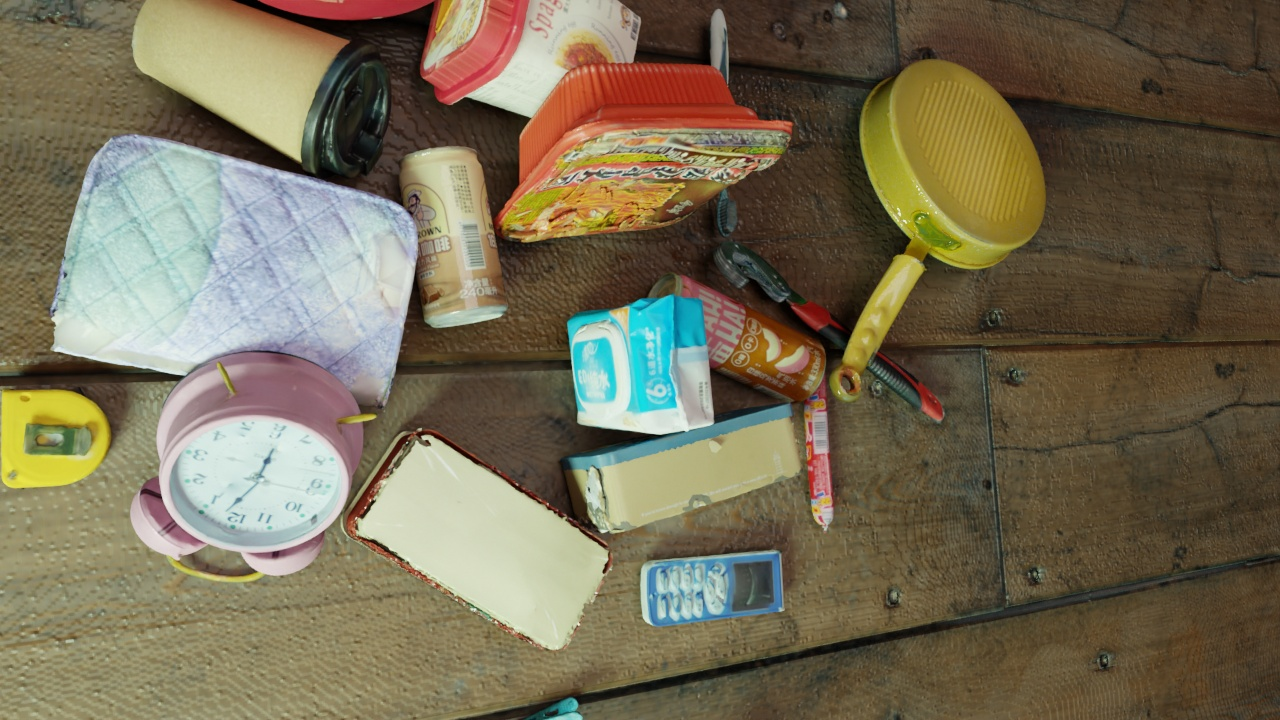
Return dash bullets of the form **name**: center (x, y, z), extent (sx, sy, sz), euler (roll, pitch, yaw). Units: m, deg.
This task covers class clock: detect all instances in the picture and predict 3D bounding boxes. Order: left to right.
- **clock**: center (-0.234, 0.073, 0.552), extent (0.117, 0.059, 0.159), euler (20, 115, -28)

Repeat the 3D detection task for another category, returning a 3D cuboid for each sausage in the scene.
- **sausage**: center (0.150, 0.068, 0.777), extent (0.020, 0.020, 0.156), euler (-1, 85, -26)

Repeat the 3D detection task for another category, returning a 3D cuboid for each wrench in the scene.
- **wrench**: center (0.167, -0.023, 0.785), extent (0.273, 0.016, 0.056), euler (32, 34, -23)

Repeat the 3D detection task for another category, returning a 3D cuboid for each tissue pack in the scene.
- **tissue pack**: center (-0.004, 0.004, 0.645), extent (0.063, 0.140, 0.090), euler (-6, 91, -27)

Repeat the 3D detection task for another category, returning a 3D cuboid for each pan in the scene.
- **pan**: center (0.246, -0.114, 0.804), extent (0.197, 0.078, 0.356), euler (36, 58, -13)

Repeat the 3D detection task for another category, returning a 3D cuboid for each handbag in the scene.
- **handbag**: center (-0.243, -0.051, 0.571), extent (0.193, 0.076, 0.134), euler (13, 79, -22)

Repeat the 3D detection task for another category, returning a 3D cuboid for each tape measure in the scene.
- **tape measure**: center (-0.344, 0.045, 0.538), extent (0.057, 0.029, 0.060), euler (0, 85, -26)

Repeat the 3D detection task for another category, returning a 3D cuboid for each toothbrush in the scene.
- **toothbrush**: center (0.068, -0.195, 0.747), extent (0.016, 0.018, 0.191), euler (1, 85, -25)

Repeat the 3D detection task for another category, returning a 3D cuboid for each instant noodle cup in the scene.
- **instant noodle cup**: center (-0.075, -0.228, 0.654), extent (0.124, 0.117, 0.116), euler (18, 77, -36)
- **instant noodle cup**: center (-0.009, -0.142, 0.633), extent (0.164, 0.189, 0.079), euler (-8, 80, -28)

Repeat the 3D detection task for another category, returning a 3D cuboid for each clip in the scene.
- **clip**: center (-0.068, 0.258, 0.654), extent (0.054, 0.033, 0.013), euler (-17, 91, -10)

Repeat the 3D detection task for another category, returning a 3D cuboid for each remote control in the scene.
- **remote control**: center (0.058, 0.177, 0.719), extent (0.124, 0.024, 0.049), euler (1, 84, -24)

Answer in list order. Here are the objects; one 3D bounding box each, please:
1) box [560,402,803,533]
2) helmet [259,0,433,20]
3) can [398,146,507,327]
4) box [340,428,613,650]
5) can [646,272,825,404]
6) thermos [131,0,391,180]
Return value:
- **box**: center (0.037, 0.076, 0.685), extent (0.184, 0.090, 0.060), euler (-15, 90, -28)
- **helmet**: center (-0.181, -0.276, 0.553), extent (0.207, 0.239, 0.144), euler (-4, 129, -7)
- **can**: center (-0.130, -0.084, 0.636), extent (0.058, 0.059, 0.116), euler (-11, 89, -26)
- **box**: center (-0.107, 0.123, 0.617), extent (0.168, 0.076, 0.091), euler (37, 70, -17)
- **can**: center (0.075, -0.016, 0.727), extent (0.147, 0.058, 0.057), euler (24, 75, -22)
- **thermos**: center (-0.232, -0.176, 0.574), extent (0.143, 0.093, 0.093), euler (24, 74, -3)
